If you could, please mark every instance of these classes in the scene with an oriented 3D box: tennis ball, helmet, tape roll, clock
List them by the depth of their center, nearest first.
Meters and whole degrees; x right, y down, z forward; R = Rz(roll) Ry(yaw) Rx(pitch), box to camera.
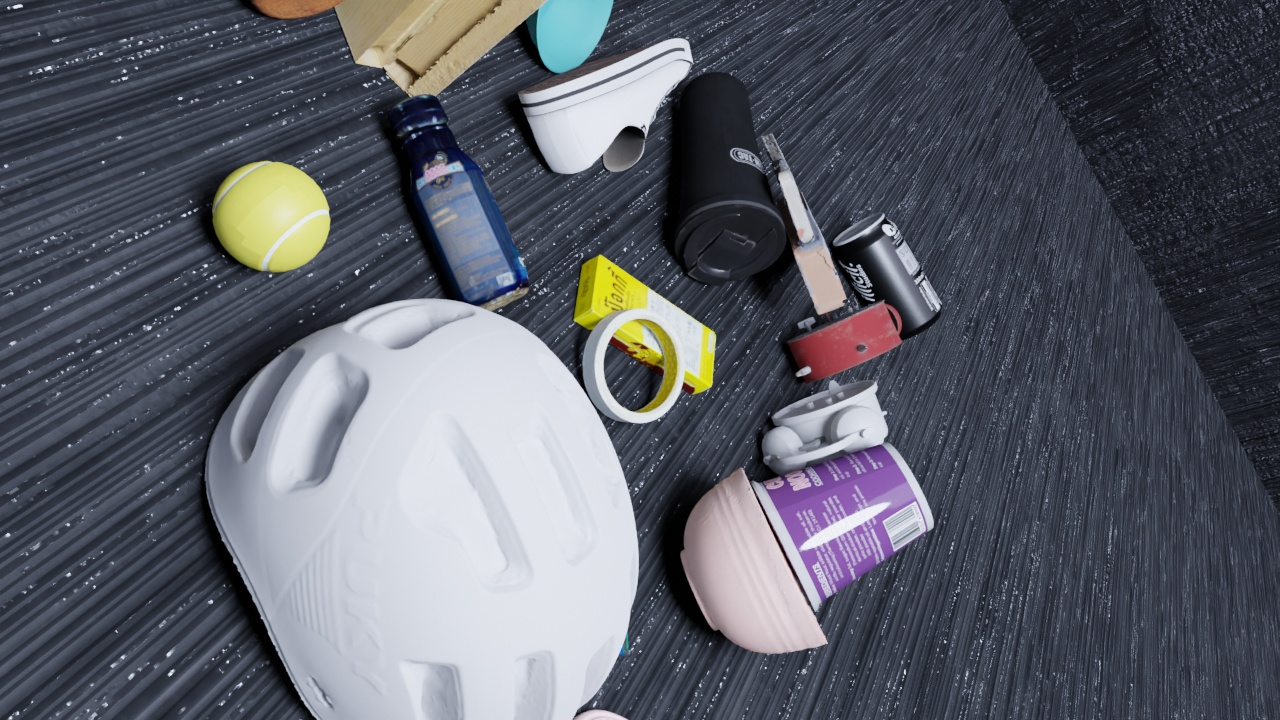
[{"bbox_3d":[-0.106,0.103,0.534,0.223,0.184,0.282,-25,105,-47],"label":"helmet"},{"bbox_3d":[-0.219,-0.085,0.547,0.065,0.065,0.065,25,53,-39],"label":"tennis ball"},{"bbox_3d":[-0.004,0.004,0.753,0.093,0.019,0.094,0,90,-39],"label":"tape roll"},{"bbox_3d":[0.178,0.064,0.879,0.158,0.120,0.061,-25,95,-62],"label":"clock"},{"bbox_3d":[0.221,-0.030,0.981,0.156,0.110,0.062,-22,87,-58],"label":"clock"}]

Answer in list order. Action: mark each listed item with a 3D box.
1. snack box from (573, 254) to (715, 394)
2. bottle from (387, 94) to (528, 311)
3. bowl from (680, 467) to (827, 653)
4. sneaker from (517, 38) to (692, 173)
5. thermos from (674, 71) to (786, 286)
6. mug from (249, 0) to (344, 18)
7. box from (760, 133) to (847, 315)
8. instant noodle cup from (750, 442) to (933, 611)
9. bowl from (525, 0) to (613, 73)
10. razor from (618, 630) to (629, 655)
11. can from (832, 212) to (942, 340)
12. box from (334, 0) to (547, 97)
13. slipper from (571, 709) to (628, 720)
[{"bbox_3d":[0.007,-0.029,0.804,0.149,0.026,0.061,32,49,-34],"label":"snack box"},{"bbox_3d":[-0.134,-0.113,0.665,0.056,0.056,0.160,-22,87,-51],"label":"bottle"},{"bbox_3d":[0.079,0.167,0.722,0.153,0.076,0.153,64,3,-6],"label":"bowl"},{"bbox_3d":[-0.016,-0.230,0.848,0.244,0.091,0.097,-48,127,-53],"label":"sneaker"},{"bbox_3d":[0.082,-0.190,0.921,0.105,0.106,0.218,27,47,-37],"label":"thermos"},{"bbox_3d":[-0.250,-0.281,0.614,0.110,0.085,0.081,-25,92,-20],"label":"mug"},{"bbox_3d":[0.162,-0.150,0.952,0.151,0.043,0.216,60,15,-19],"label":"box"},{"bbox_3d":[0.179,0.138,0.797,0.137,0.122,0.121,61,3,-48],"label":"instant noodle cup"},{"bbox_3d":[-0.075,-0.329,0.835,0.046,0.121,0.120,28,35,19],"label":"bowl"},{"bbox_3d":[-0.065,0.174,0.622,0.140,0.018,0.043,20,53,-37],"label":"razor"},{"bbox_3d":[0.305,-0.102,1.135,0.146,0.080,0.080,56,40,-10],"label":"can"},{"bbox_3d":[-0.108,-0.303,0.644,0.184,0.249,0.141,28,51,-37],"label":"box"},{"bbox_3d":[-0.030,0.319,0.554,0.106,0.056,0.221,38,37,-27],"label":"slipper"}]
